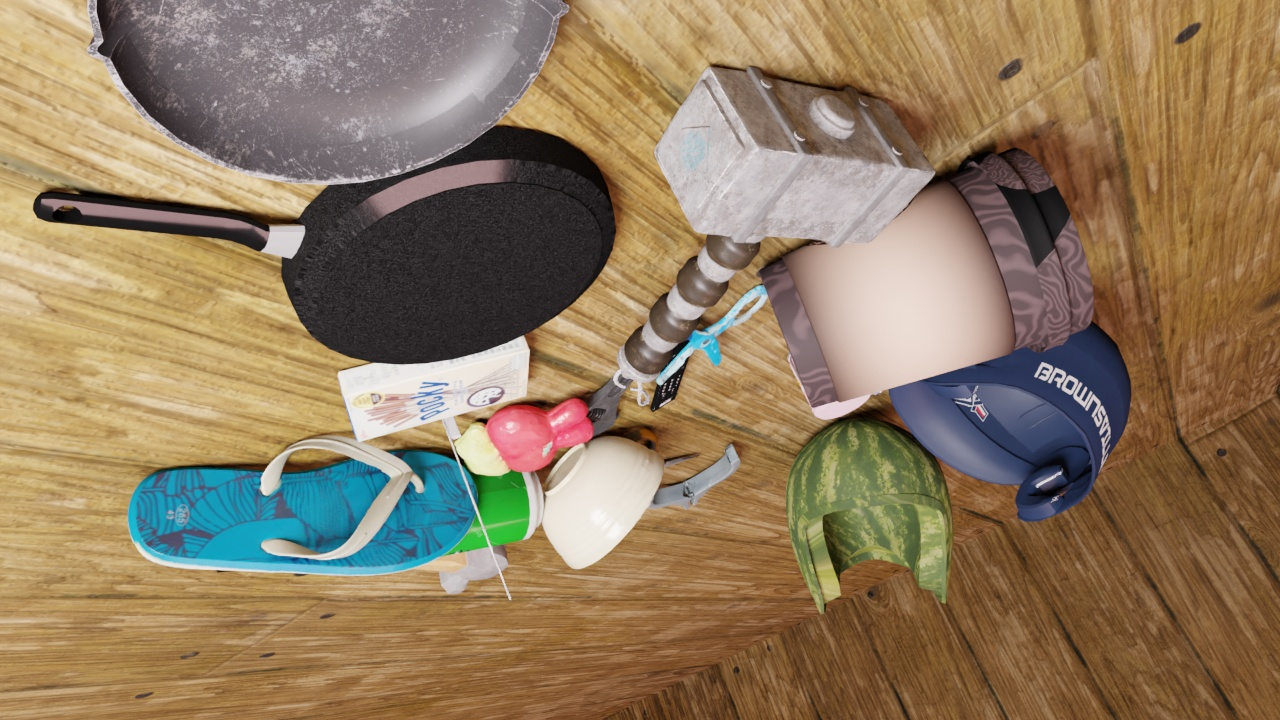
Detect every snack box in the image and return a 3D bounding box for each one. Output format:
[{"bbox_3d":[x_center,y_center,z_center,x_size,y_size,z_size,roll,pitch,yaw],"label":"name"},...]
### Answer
[{"bbox_3d":[-0.167,0.020,0.756,0.150,0.026,0.082,-16,154,-16],"label":"snack box"}]

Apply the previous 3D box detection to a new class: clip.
[{"bbox_3d":[0.068,0.154,1.192,0.164,0.032,0.166,3,146,-49],"label":"clip"}]

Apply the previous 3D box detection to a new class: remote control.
[{"bbox_3d":[0.030,0.016,0.910,0.030,0.009,0.140,-30,162,-18],"label":"remote control"}]

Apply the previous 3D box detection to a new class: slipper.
[{"bbox_3d":[-0.266,0.124,0.779,0.294,0.118,0.060,3,152,-35],"label":"slipper"}]

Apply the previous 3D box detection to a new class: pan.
[{"bbox_3d":[-0.172,-0.067,0.579,0.355,0.034,0.226,1,146,-42],"label":"pan"},{"bbox_3d":[-0.122,-0.202,0.355,0.207,0.040,0.358,-12,151,-20],"label":"pan"}]

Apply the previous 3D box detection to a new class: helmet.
[{"bbox_3d":[0.419,0.041,1.061,0.273,0.232,0.222,-24,-161,48],"label":"helmet"},{"bbox_3d":[0.302,0.194,1.225,0.213,0.247,0.242,-8,-162,12],"label":"helmet"}]

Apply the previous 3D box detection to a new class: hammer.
[{"bbox_3d":[-0.286,0.211,0.986,0.327,0.039,0.131,14,141,-44],"label":"hammer"},{"bbox_3d":[0.051,-0.066,0.693,0.176,0.079,0.327,-3,146,-36],"label":"hammer"}]

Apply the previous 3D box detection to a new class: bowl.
[{"bbox_3d":[-0.053,0.134,0.960,0.075,0.150,0.151,42,122,-15],"label":"bowl"}]

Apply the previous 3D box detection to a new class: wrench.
[{"bbox_3d":[-0.005,0.005,0.869,0.073,0.018,0.274,-5,148,-40],"label":"wrench"}]

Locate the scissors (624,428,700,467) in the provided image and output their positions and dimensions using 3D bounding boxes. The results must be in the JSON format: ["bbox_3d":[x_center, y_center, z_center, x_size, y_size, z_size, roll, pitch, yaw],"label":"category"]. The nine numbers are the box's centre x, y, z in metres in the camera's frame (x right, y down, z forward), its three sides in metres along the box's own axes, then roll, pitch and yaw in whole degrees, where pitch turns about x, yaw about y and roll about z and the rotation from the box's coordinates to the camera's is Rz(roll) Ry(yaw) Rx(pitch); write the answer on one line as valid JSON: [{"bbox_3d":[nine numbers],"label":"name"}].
[{"bbox_3d":[-0.029,0.139,1.107,0.230,0.016,0.225,-22,156,-4],"label":"scissors"}]

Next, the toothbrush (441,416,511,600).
[{"bbox_3d":[-0.140,0.119,0.790,0.010,0.181,0.010,-22,160,-9],"label":"toothbrush"}]

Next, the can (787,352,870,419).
[{"bbox_3d":[0.203,0.016,0.986,0.067,0.076,0.067,-18,154,-9],"label":"can"}]

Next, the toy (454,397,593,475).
[{"bbox_3d":[-0.110,0.073,0.878,0.135,0.045,0.092,-20,143,5],"label":"toy"}]

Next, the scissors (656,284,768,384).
[{"bbox_3d":[0.058,-0.027,0.832,0.134,0.011,0.140,-43,152,13],"label":"scissors"}]

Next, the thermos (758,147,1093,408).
[{"bbox_3d":[0.228,-0.059,0.770,0.226,0.172,0.173,-21,155,9],"label":"thermos"}]

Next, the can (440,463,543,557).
[{"bbox_3d":[-0.176,0.148,0.924,0.139,0.087,0.088,-6,150,-31],"label":"can"}]

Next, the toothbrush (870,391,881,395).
[{"bbox_3d":[0.278,0.012,1.111,0.022,0.015,0.155,4,161,19],"label":"toothbrush"}]
